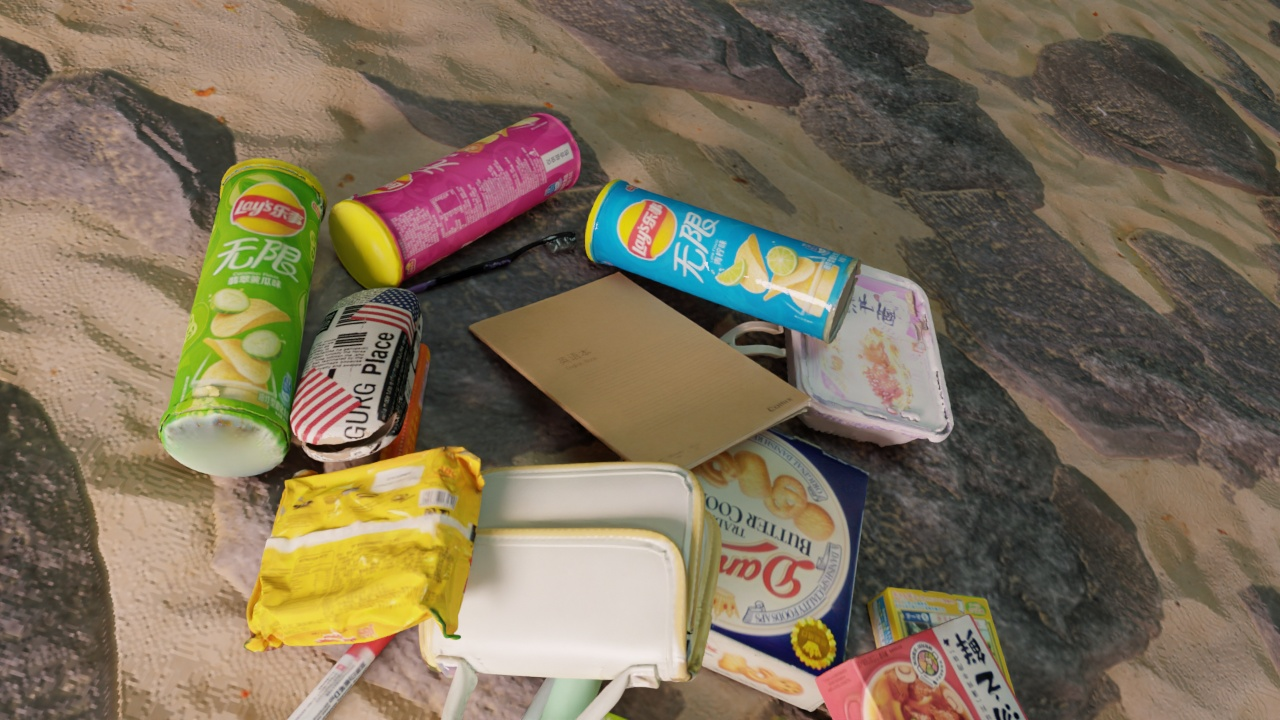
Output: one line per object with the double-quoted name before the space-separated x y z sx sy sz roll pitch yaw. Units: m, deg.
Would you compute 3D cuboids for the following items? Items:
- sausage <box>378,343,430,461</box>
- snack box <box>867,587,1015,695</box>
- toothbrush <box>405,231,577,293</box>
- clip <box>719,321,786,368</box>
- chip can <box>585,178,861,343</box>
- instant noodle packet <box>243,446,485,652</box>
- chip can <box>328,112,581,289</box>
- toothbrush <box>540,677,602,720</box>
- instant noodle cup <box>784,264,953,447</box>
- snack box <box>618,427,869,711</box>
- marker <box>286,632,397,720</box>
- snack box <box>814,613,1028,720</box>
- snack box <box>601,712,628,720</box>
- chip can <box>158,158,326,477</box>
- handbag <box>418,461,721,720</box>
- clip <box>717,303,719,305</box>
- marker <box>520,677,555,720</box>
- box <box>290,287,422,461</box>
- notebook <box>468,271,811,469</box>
"sausage" -0.158 0.050 0.604 0.021 0.022 0.164 13 50 -16
"snack box" 0.213 0.229 0.629 0.087 0.034 0.140 10 53 -18
"toothbrush" -0.122 -0.072 0.721 0.188 0.014 0.016 -25 80 -37
"clip" 0.073 -0.012 0.730 0.102 0.095 0.034 23 47 -22
"chip can" 0.063 -0.080 0.730 0.210 0.071 0.071 22 45 18
"instant noodle packet" -0.150 0.106 0.512 0.128 0.044 0.110 -10 53 16
"chip can" -0.138 -0.129 0.720 0.071 0.072 0.209 42 48 10
"toothbrush" -0.062 0.248 0.482 0.026 0.027 0.223 21 56 2
"instant noodle cup" 0.179 -0.003 0.776 0.138 0.061 0.173 14 48 -14
"snack box" 0.062 0.120 0.635 0.178 0.046 0.182 24 48 -5
"marker" -0.178 0.190 0.489 0.017 0.017 0.144 36 48 4
"snack box" 0.183 0.231 0.552 0.113 0.044 0.127 -7 61 -35
"snack box" -0.012 0.276 0.492 0.086 0.026 0.156 25 48 -6
"chip can" -0.250 -0.032 0.591 0.072 0.073 0.220 8 52 -19
"handbag" -0.046 0.142 0.509 0.163 0.063 0.178 -4 51 18
"clip" 0.075 -0.069 0.809 0.049 0.015 0.056 32 46 -2
"marker" -0.061 0.208 0.529 0.017 0.017 0.145 34 48 3
"box" -0.178 0.008 0.593 0.071 0.060 0.164 10 36 -10
"notebook" -0.004 0.004 0.667 0.149 0.012 0.211 -23 44 -36
